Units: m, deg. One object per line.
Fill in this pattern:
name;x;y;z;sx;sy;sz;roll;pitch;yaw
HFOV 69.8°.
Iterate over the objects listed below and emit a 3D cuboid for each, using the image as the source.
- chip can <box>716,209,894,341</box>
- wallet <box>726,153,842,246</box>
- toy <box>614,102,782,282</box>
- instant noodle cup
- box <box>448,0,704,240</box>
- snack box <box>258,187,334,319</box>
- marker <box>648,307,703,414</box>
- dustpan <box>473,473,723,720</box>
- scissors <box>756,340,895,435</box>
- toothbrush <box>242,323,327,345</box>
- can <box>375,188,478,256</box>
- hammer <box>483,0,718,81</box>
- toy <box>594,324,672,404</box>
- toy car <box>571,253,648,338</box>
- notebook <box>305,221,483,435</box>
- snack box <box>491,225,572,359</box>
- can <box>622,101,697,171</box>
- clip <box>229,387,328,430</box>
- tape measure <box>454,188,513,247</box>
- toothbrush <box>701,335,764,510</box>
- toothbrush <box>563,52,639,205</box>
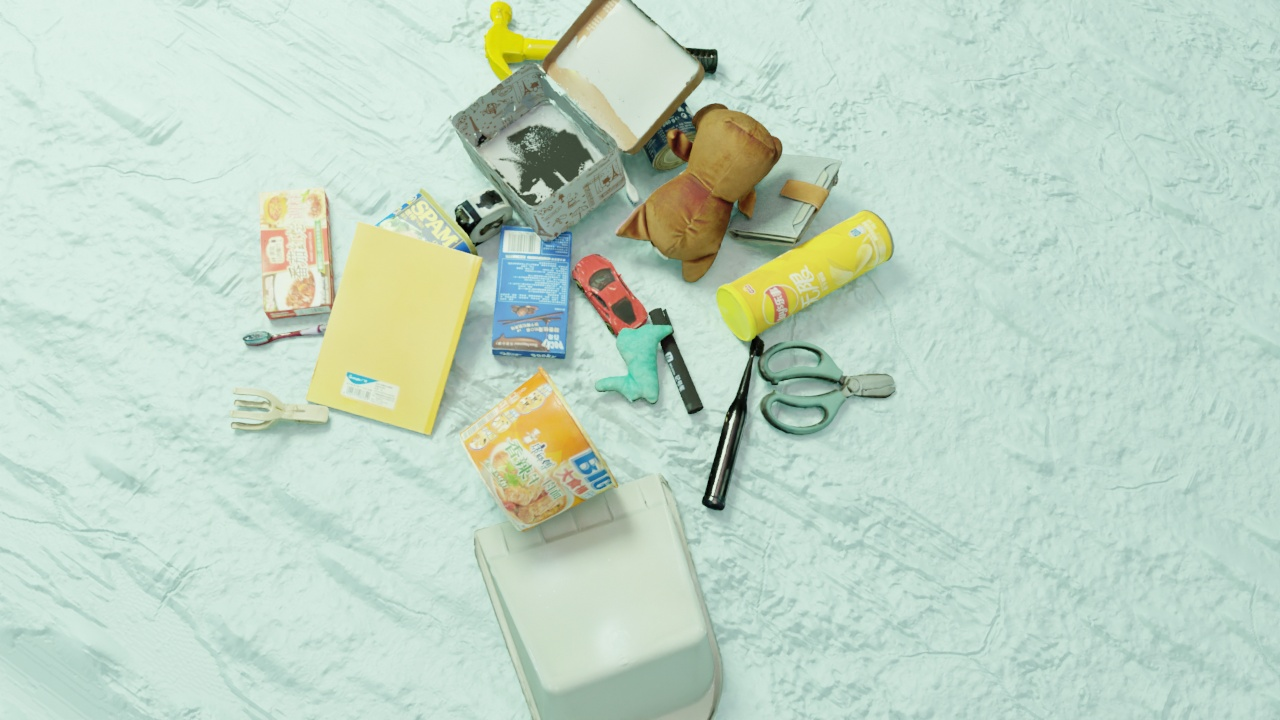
chip can;0.196;-0.101;1.084;0.213;0.072;0.072;-28;76;-15
wallet;0.175;-0.198;1.111;0.107;0.037;0.129;14;63;39
toy;0.071;-0.199;1.073;0.140;0.130;0.199;30;96;-10
instant noodle cup;-0.109;0.098;0.949;0.111;0.151;0.151;-33;77;-8
box;-0.068;-0.290;1.069;0.260;0.103;0.178;-39;68;-6
snack box;-0.396;-0.125;1.056;0.075;0.025;0.152;-7;72;-8
marker;0.041;0.000;1.061;0.022;0.020;0.132;-13;71;-24
dustpan;-0.032;0.285;0.958;0.222;0.143;0.257;-16;44;-11
scissors;0.217;0.050;1.060;0.185;0.019;0.129;17;75;-6
toothbrush;-0.351;-0.039;1.035;0.187;0.017;0.016;-10;73;-8
can;-0.251;-0.134;1.058;0.083;0.057;0.102;-41;79;-15
hammer;-0.051;-0.395;1.183;0.300;0.033;0.128;2;71;-5
toy;-0.006;0.006;1.042;0.096;0.030;0.092;-6;86;-9
toy car;-0.036;-0.078;1.068;0.049;0.031;0.106;-35;85;-17
notebook;-0.271;-0.036;1.011;0.146;0.010;0.206;16;89;0
snack box;-0.125;-0.080;1.067;0.084;0.026;0.157;3;70;-5
can;0.024;-0.299;1.133;0.075;0.075;0.111;-25;75;-14
clip;-0.393;0.052;0.975;0.101;0.096;0.035;-1;70;5
tape measure;-0.183;-0.169;1.072;0.066;0.066;0.033;-36;81;-14
toothbrush;0.109;0.067;1.041;0.027;0.026;0.212;32;64;-31
toothbrush;-0.047;-0.295;1.131;0.026;0.026;0.221;-21;86;-14
